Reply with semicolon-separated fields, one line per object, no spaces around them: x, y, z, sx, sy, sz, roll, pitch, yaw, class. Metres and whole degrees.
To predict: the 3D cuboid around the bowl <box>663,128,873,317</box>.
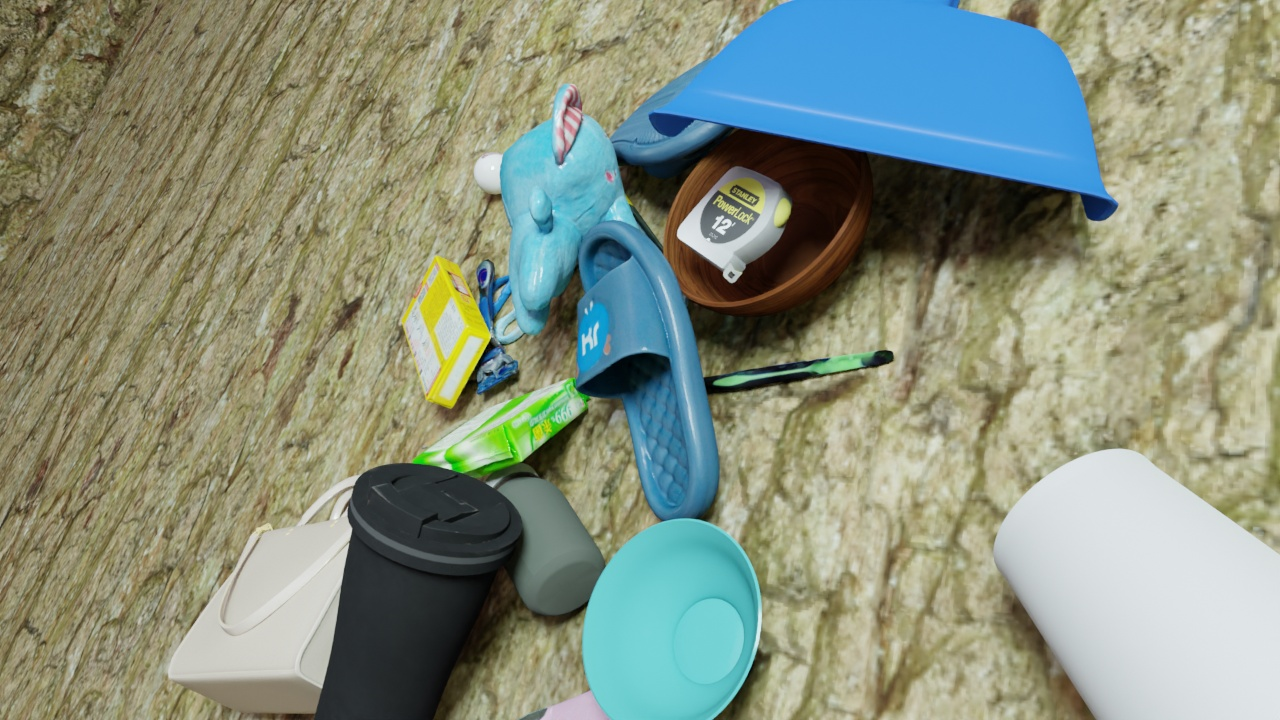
0.094;-0.085;0.606;0.148;0.069;0.147;-22;51;30;bowl

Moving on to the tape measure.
0.060;-0.086;0.571;0.065;0.016;0.064;-51;42;4;tape measure

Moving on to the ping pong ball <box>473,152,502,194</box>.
-0.142;-0.182;0.890;0.040;0.040;0.040;-21;52;30;ping pong ball

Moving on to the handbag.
-0.261;0.177;0.746;0.195;0.101;0.197;-15;44;34;handbag

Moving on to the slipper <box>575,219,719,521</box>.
-0.003;0.003;0.597;0.104;0.059;0.213;-46;56;53;slipper

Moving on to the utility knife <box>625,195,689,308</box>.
-0.001;-0.093;0.729;0.029;0.020;0.186;-59;40;27;utility knife

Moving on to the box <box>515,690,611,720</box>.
-0.075;0.293;0.535;0.233;0.050;0.180;-33;46;22;box

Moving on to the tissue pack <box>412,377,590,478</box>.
-0.102;0.053;0.674;0.100;0.034;0.113;-19;11;31;tissue pack

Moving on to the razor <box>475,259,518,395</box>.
-0.132;-0.036;0.791;0.044;0.018;0.140;-31;49;22;razor

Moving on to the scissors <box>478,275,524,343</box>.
-0.138;-0.014;0.807;0.097;0.020;0.132;28;83;50;scissors

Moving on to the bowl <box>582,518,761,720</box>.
0.028;0.157;0.530;0.121;0.046;0.121;-21;52;30;bowl

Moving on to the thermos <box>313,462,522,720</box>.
-0.155;0.176;0.591;0.106;0.105;0.219;37;113;47;thermos

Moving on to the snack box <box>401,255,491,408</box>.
-0.174;-0.029;0.809;0.075;0.025;0.152;-59;33;16;snack box

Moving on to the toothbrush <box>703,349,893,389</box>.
0.076;0.011;0.606;0.188;0.017;0.014;-10;62;33;toothbrush

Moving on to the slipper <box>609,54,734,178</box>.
0.031;-0.177;0.704;0.103;0.059;0.214;-48;20;-10;slipper

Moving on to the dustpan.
0.165;-0.188;0.564;0.246;0.060;0.256;15;56;16;dustpan

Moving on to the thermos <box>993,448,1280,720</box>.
0.227;0.133;0.326;0.132;0.131;0.221;-43;37;12;thermos

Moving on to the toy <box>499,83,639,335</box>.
-0.056;-0.106;0.704;0.184;0.115;0.180;107;168;-58;toy

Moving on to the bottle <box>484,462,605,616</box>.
-0.071;0.119;0.629;0.060;0.060;0.108;-48;43;6;bottle
